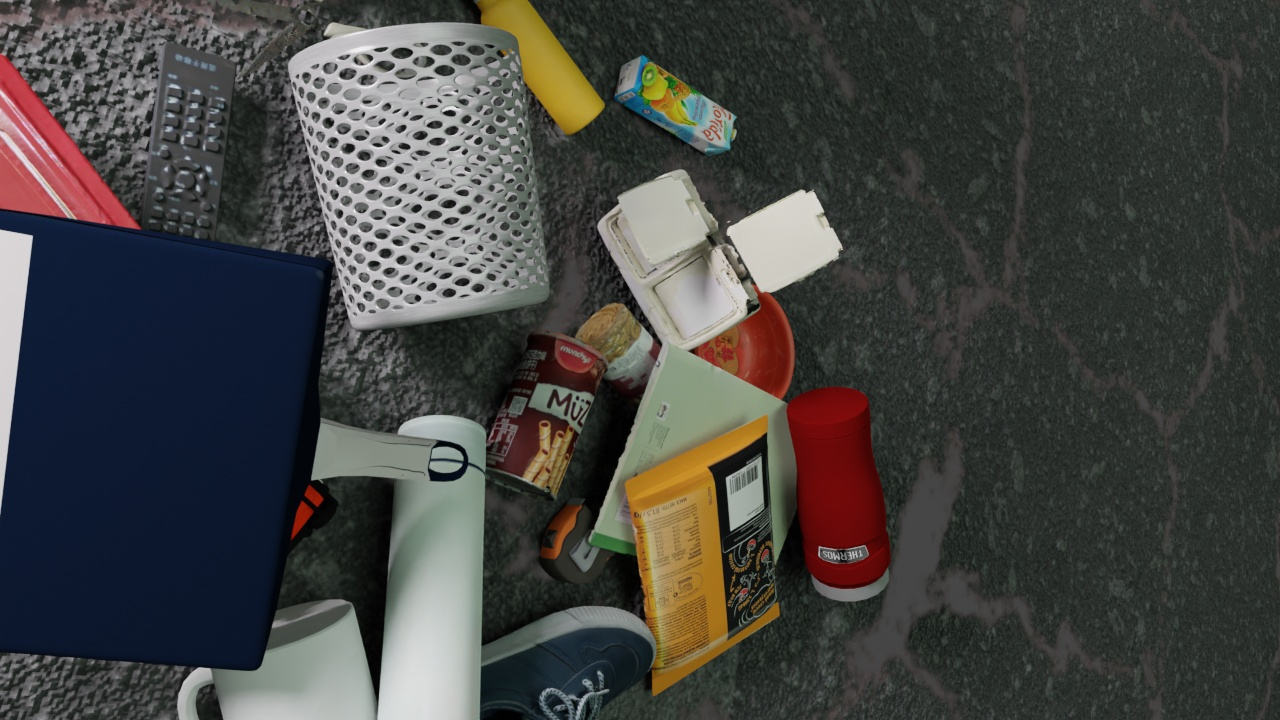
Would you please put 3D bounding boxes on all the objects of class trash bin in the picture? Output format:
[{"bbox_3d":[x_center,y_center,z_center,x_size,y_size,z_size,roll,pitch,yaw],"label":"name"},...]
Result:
[{"bbox_3d":[-0.148,-0.121,0.645,0.156,0.157,0.183,-14,98,-38],"label":"trash bin"}]

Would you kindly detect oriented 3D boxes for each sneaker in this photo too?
[{"bbox_3d":[-0.071,0.260,0.704,0.235,0.087,0.089,-8,116,-36],"label":"sneaker"}]

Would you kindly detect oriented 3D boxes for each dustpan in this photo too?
[{"bbox_3d":[-0.236,0.052,0.537,0.273,0.080,0.236,10,99,-15],"label":"dustpan"}]

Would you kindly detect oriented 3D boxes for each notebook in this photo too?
[{"bbox_3d":[0.073,0.108,0.843,0.252,0.010,0.182,25,84,-43],"label":"notebook"}]

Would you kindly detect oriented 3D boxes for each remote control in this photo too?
[{"bbox_3d":[-0.302,-0.131,0.609,0.047,0.022,0.150,9,83,-38],"label":"remote control"}]

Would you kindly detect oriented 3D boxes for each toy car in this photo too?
[{"bbox_3d":[-0.254,0.114,0.609,0.051,0.049,0.100,51,59,-23],"label":"toy car"}]

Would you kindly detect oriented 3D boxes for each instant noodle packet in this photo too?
[{"bbox_3d":[0.062,0.175,0.821,0.159,0.032,0.221,-21,116,-32],"label":"instant noodle packet"}]

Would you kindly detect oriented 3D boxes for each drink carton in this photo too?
[{"bbox_3d":[0.036,-0.238,0.867,0.128,0.039,0.044,22,73,-34],"label":"drink carton"}]

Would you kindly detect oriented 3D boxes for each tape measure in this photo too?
[{"bbox_3d":[-0.054,0.157,0.769,0.058,0.038,0.058,-44,113,-31],"label":"tape measure"}]

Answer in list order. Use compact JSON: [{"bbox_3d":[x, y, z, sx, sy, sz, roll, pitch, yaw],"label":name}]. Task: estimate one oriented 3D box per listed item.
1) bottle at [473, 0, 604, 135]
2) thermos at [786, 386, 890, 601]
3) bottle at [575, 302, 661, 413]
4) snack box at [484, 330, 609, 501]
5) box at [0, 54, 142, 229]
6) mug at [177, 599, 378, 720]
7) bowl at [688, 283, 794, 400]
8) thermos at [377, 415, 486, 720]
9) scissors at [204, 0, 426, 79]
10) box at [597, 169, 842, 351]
[{"bbox_3d":[-0.090,-0.259,0.768,0.143,0.043,0.043,50,59,-24],"label":"bottle"},{"bbox_3d":[0.196,0.126,0.901,0.107,0.084,0.199,-58,140,-61],"label":"thermos"},{"bbox_3d":[-0.005,0.005,0.806,0.105,0.056,0.056,49,60,-26],"label":"bottle"},{"bbox_3d":[-0.078,0.045,0.737,0.072,0.072,0.121,32,68,-32],"label":"snack box"},{"bbox_3d":[-0.370,-0.074,0.515,0.128,0.087,0.158,-41,107,-32],"label":"box"},{"bbox_3d":[-0.238,0.219,0.597,0.121,0.091,0.090,-12,95,-5],"label":"mug"},{"bbox_3d":[0.089,-0.008,0.887,0.130,0.045,0.130,4,84,-38],"label":"bowl"},{"bbox_3d":[-0.143,0.153,0.637,0.067,0.068,0.229,17,57,-36],"label":"thermos"},{"bbox_3d":[-0.230,-0.256,0.679,0.157,0.013,0.171,27,71,-32],"label":"scissors"},{"bbox_3d":[0.043,-0.091,0.742,0.143,0.188,0.104,59,36,1],"label":"box"}]
